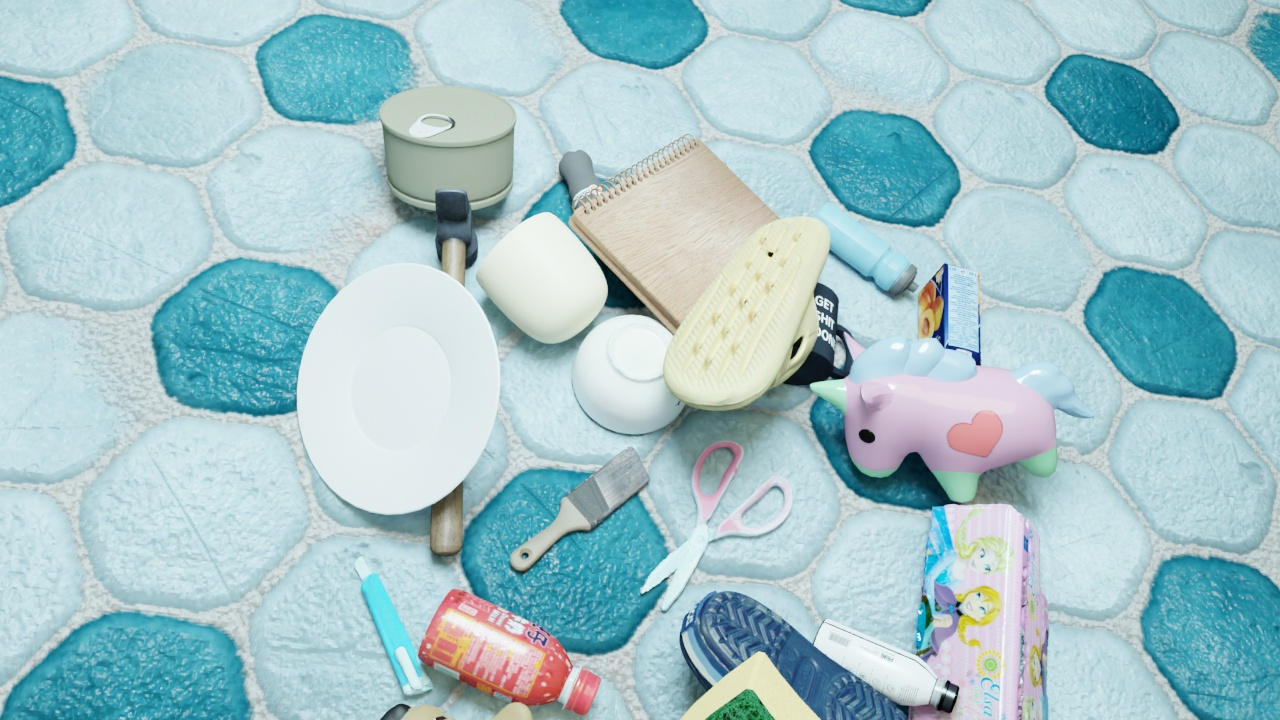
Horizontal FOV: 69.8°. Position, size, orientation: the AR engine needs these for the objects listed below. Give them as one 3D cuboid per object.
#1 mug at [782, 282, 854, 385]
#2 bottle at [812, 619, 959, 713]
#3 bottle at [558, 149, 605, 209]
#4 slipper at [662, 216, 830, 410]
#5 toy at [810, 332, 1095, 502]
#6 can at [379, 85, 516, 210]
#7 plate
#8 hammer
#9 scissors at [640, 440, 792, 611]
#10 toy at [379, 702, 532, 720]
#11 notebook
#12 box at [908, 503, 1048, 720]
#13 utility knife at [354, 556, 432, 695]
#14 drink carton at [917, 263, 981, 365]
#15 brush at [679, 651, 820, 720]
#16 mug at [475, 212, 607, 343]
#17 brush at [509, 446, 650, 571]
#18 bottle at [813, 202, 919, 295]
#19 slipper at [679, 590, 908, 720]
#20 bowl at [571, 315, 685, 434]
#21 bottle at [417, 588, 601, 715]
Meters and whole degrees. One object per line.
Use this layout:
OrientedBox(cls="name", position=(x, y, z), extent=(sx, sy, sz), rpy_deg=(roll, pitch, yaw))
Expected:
OrientedBox(cls="mug", position=(0.167, -0.020, 0.891), extent=(0.105, 0.071, 0.077), rpy_deg=(24, 59, -22))
OrientedBox(cls="bottle", position=(0.198, 0.251, 0.744), extent=(0.116, 0.041, 0.041), rpy_deg=(18, 58, 25))
OrientedBox(cls="bottle", position=(-0.052, -0.166, 0.941), extent=(0.036, 0.036, 0.109), rpy_deg=(-15, 66, -17))
OrientedBox(cls="slipper", position=(0.105, -0.033, 0.820), extent=(0.111, 0.079, 0.260), rpy_deg=(2, 43, 32))
OrientedBox(cls="toy", position=(0.279, 0.040, 0.818), extent=(0.222, 0.171, 0.120), rpy_deg=(-20, 25, 15))
OrientedBox(cls="can", position=(-0.186, -0.207, 0.894), extent=(0.128, 0.073, 0.127), rpy_deg=(4, 38, -3))
OrientedBox(cls="plate", position=(-0.202, 0.023, 0.766), extent=(0.209, 0.015, 0.208), rpy_deg=(-3, 83, 24))
OrientedBox(cls="hammer", position=(-0.166, 0.008, 0.802), extent=(0.040, 0.129, 0.321), rpy_deg=(0, 73, -8))
OrientedBox(cls="scissors", position=(0.072, 0.158, 0.808), extent=(0.105, 0.016, 0.178), rpy_deg=(29, 61, 5))
OrientedBox(cls="toy", position=(-0.142, 0.290, 0.647), extent=(0.106, 0.108, 0.133), rpy_deg=(43, 64, 11))
OrientedBox(cls="notebook", position=(0.046, -0.131, 0.908), extent=(0.169, 0.022, 0.209), rpy_deg=(46, 50, 5))
OrientedBox(cls="box", position=(0.296, 0.249, 0.791), extent=(0.087, 0.105, 0.229), rpy_deg=(-8, 53, 36))
OrientedBox(cls="utility knife", position=(-0.200, 0.209, 0.733), extent=(0.022, 0.015, 0.124), rpy_deg=(-21, 66, -23))
OrientedBox(cls="drink carton", position=(0.307, -0.025, 0.915), extent=(0.040, 0.064, 0.129), rpy_deg=(13, 62, -4))
OrientedBox(cls="brush", position=(0.111, 0.349, 0.617), extent=(0.250, 0.075, 0.195), rpy_deg=(35, 104, 9))
OrientedBox(cls="mug", position=(-0.080, -0.071, 0.861), extent=(0.100, 0.096, 0.120), rpy_deg=(48, 23, 6))
OrientedBox(cls="brush", position=(-0.053, 0.131, 0.800), extent=(0.151, 0.012, 0.039), rpy_deg=(-36, 74, -24))
OrientedBox(cls="bottle", position=(0.237, -0.114, 0.963), extent=(0.130, 0.040, 0.040), rpy_deg=(39, 63, 11))
OrientedBox(cls="slipper", position=(0.126, 0.286, 0.708), extent=(0.253, 0.095, 0.104), rpy_deg=(44, 30, 7))
OrientedBox(cls="bowl", position=(-0.005, 0.005, 0.846), extent=(0.113, 0.063, 0.113), rpy_deg=(4, 61, -8))
OrientedBox(cls="bottle", position=(-0.098, 0.232, 0.712), extent=(0.137, 0.062, 0.061), rpy_deg=(25, 61, 2))
